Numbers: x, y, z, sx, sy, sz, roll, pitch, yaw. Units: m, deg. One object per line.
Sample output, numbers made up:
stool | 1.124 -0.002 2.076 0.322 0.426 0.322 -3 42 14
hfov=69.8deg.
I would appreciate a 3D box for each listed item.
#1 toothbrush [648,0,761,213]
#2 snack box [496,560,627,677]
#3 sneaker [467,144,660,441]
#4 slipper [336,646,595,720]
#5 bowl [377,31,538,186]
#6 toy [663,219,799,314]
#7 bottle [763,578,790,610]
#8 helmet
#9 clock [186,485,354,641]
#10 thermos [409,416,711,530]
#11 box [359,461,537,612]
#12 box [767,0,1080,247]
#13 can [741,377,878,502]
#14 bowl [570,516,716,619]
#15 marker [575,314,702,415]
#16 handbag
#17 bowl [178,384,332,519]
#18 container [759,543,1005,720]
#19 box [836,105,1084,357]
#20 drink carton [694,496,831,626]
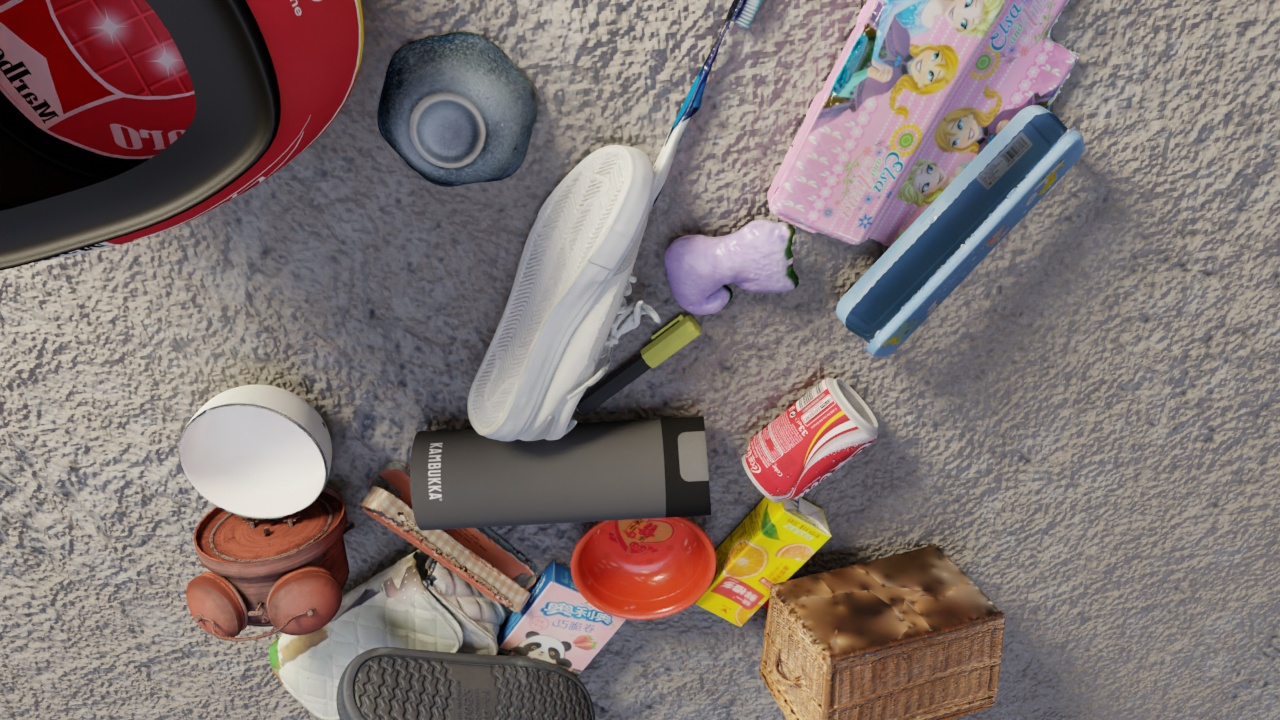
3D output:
toothbrush | 0.037 -0.175 0.643 0.017 0.016 0.189 15 119 -23
snack box | -0.087 0.269 0.894 0.088 0.033 0.154 28 116 -18
sneaker | -0.041 -0.042 0.686 0.090 0.089 0.243 12 114 -40
slipper | -0.155 0.325 0.814 0.268 0.110 0.083 24 125 -36
bowl | -0.126 -0.162 0.620 0.110 0.055 0.110 -1 120 -2
toy | 0.069 -0.069 0.695 0.100 0.036 0.080 -6 134 10
bottle | 0.154 0.262 0.899 0.036 0.036 0.119 -23 120 11
helmet | -0.289 -0.176 0.502 0.271 0.224 0.198 -25 122 -3
clock | -0.302 0.169 0.753 0.120 0.157 0.072 -3 115 -1
thermos | -0.061 0.093 0.761 0.240 0.082 0.082 -3 121 -1
box | -0.167 0.159 0.829 0.056 0.063 0.188 -11 132 47
box | 0.208 -0.178 0.638 0.159 0.035 0.231 19 119 -13
can | 0.140 0.068 0.765 0.064 0.064 0.105 39 112 -23
bowl | 0.002 0.174 0.833 0.130 0.045 0.131 -1 121 -2
marker | -0.004 0.004 0.748 0.124 0.017 0.021 -37 83 19
handbag | -0.234 0.267 0.864 0.195 0.072 0.139 -34 117 16
bowl | -0.305 0.066 0.744 0.113 0.063 0.114 -1 121 -2
container | 0.216 0.258 0.830 0.198 0.113 0.113 -10 118 -17
box | 0.239 -0.081 0.668 0.068 0.059 0.210 26 115 -37
drink carton | 0.108 0.181 0.846 0.058 0.042 0.135 30 114 -17
